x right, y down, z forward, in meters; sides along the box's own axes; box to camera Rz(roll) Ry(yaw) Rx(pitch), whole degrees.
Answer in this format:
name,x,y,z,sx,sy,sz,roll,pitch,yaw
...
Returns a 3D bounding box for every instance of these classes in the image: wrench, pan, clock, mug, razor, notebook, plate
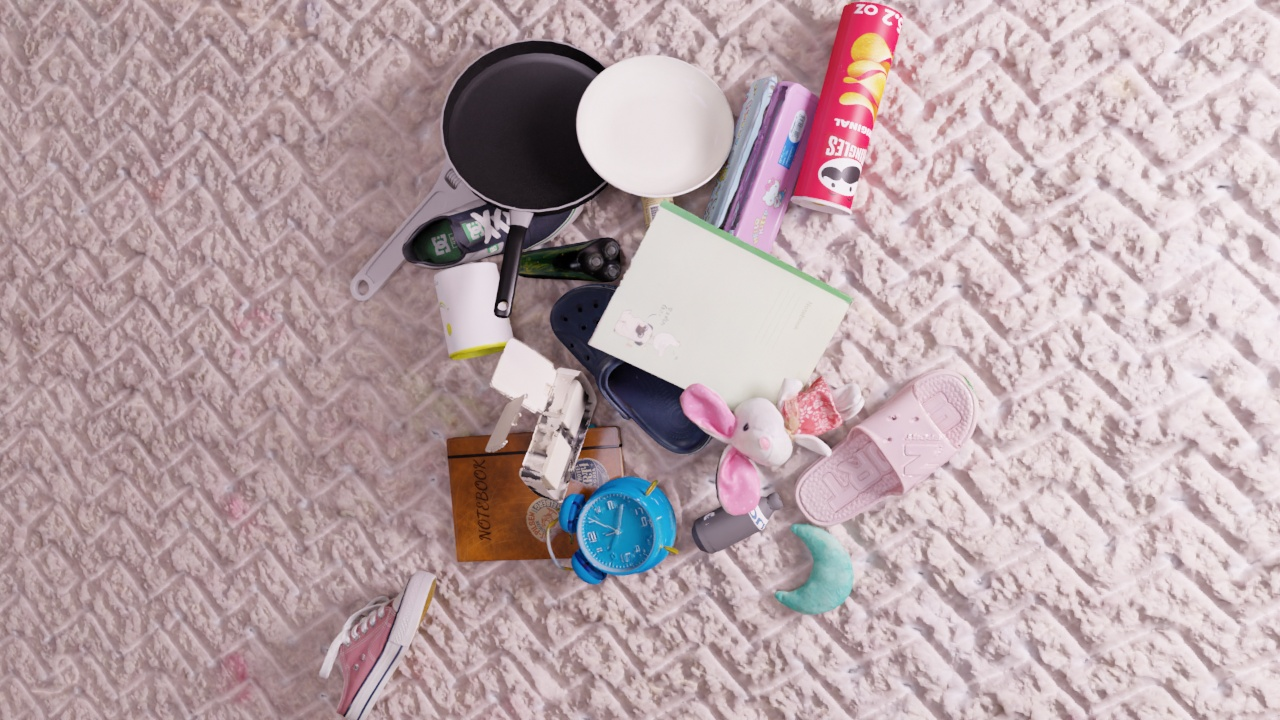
name,x,y,z,sx,sy,sz,roll,pitch,yaw
wrench,-0.279,-0.170,1.195,0.274,0.018,0.086,-45,82,13
pan,-0.134,-0.216,1.087,0.225,0.034,0.355,8,76,1
clock,-0.036,0.206,1.098,0.162,0.060,0.117,-20,87,16
mug,-0.208,-0.061,1.143,0.083,0.082,0.106,-14,87,15
razor,-0.093,-0.121,1.120,0.152,0.067,0.054,0,95,23
notebook,0.093,-0.045,1.039,0.252,0.010,0.182,26,100,-13
notebook,-0.124,0.162,1.161,0.249,0.014,0.178,-5,90,16
plate,0.016,-0.267,1.070,0.182,0.034,0.182,1,75,-3

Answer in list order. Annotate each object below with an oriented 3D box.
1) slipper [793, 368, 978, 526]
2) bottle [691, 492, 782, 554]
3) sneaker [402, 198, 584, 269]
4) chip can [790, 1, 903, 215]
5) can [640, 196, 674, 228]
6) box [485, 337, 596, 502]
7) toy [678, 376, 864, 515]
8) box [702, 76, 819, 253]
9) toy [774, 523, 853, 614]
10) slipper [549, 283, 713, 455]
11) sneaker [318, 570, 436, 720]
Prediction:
name,x,y,z,sx,sy,sz,roll,pitch,yaw
slipper,0.274,0.105,1.024,0.240,0.064,0.094,-40,81,14
bottle,0.114,0.187,1.079,0.112,0.047,0.047,-30,84,14
sneaker,-0.181,-0.165,1.124,0.235,0.079,0.084,-19,99,11
chip can,0.230,-0.278,1.023,0.069,0.069,0.220,16,95,14
can,0.019,-0.201,1.099,0.038,0.038,0.079,-9,89,15
box,-0.120,0.065,1.045,0.069,0.191,0.143,11,67,16
toy,0.156,0.075,1.030,0.194,0.084,0.159,-19,95,2
box,0.128,-0.214,1.051,0.096,0.077,0.214,21,97,15
toy,0.205,0.246,1.064,0.085,0.033,0.105,14,96,26
slipper,-0.006,0.006,1.086,0.105,0.095,0.253,-44,84,14
sneaker,-0.343,0.359,1.181,0.088,0.118,0.241,30,105,-5
